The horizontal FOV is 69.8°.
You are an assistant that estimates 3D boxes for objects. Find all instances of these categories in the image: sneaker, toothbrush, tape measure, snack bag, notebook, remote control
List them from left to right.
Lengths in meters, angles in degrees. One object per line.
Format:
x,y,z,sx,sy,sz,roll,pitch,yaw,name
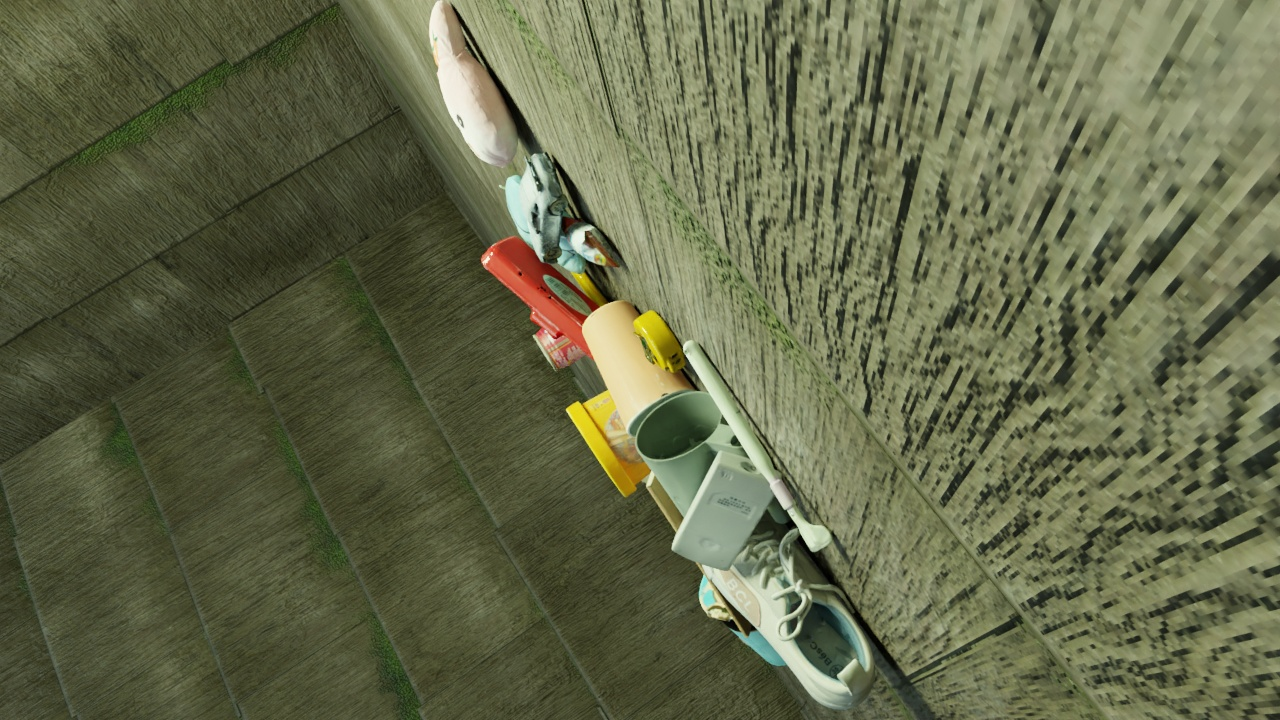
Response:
-0.050,-0.111,0.855,0.048,0.026,0.104,51,177,-27,snack bag
0.014,-0.015,0.830,0.057,0.029,0.060,59,173,-17,tape measure
0.074,0.158,0.947,0.211,0.012,0.149,59,-151,-23,notebook
0.070,0.129,0.771,0.056,0.019,0.135,20,134,1,remote control
0.088,0.064,0.713,0.189,0.020,0.029,57,147,10,toothbrush
0.120,0.197,0.819,0.242,0.089,0.091,53,171,26,sneaker

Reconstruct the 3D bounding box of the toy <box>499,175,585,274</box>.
-0.106,-0.150,0.986,0.156,0.049,0.161,52,168,19,toy

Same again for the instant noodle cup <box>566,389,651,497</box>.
-0.004,0.072,1.021,0.118,0.114,0.118,55,173,9,instant noodle cup

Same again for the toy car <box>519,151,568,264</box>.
-0.093,-0.140,0.861,0.121,0.036,0.054,99,152,-57,toy car

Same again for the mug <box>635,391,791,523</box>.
0.068,0.095,0.801,0.124,0.083,0.103,10,140,47,mug

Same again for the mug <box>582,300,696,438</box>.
-0.005,0.005,0.903,0.122,0.078,0.078,59,176,25,mug

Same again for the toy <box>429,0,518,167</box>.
-0.165,-0.261,0.884,0.159,0.054,0.121,67,171,-14,toy

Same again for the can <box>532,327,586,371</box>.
-0.096,-0.035,1.283,0.066,0.093,0.066,56,174,9,can

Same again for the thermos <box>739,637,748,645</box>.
0.132,0.277,1.147,0.198,0.087,0.067,60,-167,-21,thermos

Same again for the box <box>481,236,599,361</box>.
-0.081,-0.057,1.021,0.201,0.065,0.159,40,-176,0,box

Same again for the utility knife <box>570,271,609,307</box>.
-0.055,-0.082,1.098,0.153,0.015,0.033,54,167,31,utility knife

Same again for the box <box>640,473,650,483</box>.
0.012,0.114,1.161,0.091,0.077,0.168,23,159,27,box

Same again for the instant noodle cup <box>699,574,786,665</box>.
0.144,0.289,1.064,0.120,0.111,0.111,53,176,-26,instant noodle cup
